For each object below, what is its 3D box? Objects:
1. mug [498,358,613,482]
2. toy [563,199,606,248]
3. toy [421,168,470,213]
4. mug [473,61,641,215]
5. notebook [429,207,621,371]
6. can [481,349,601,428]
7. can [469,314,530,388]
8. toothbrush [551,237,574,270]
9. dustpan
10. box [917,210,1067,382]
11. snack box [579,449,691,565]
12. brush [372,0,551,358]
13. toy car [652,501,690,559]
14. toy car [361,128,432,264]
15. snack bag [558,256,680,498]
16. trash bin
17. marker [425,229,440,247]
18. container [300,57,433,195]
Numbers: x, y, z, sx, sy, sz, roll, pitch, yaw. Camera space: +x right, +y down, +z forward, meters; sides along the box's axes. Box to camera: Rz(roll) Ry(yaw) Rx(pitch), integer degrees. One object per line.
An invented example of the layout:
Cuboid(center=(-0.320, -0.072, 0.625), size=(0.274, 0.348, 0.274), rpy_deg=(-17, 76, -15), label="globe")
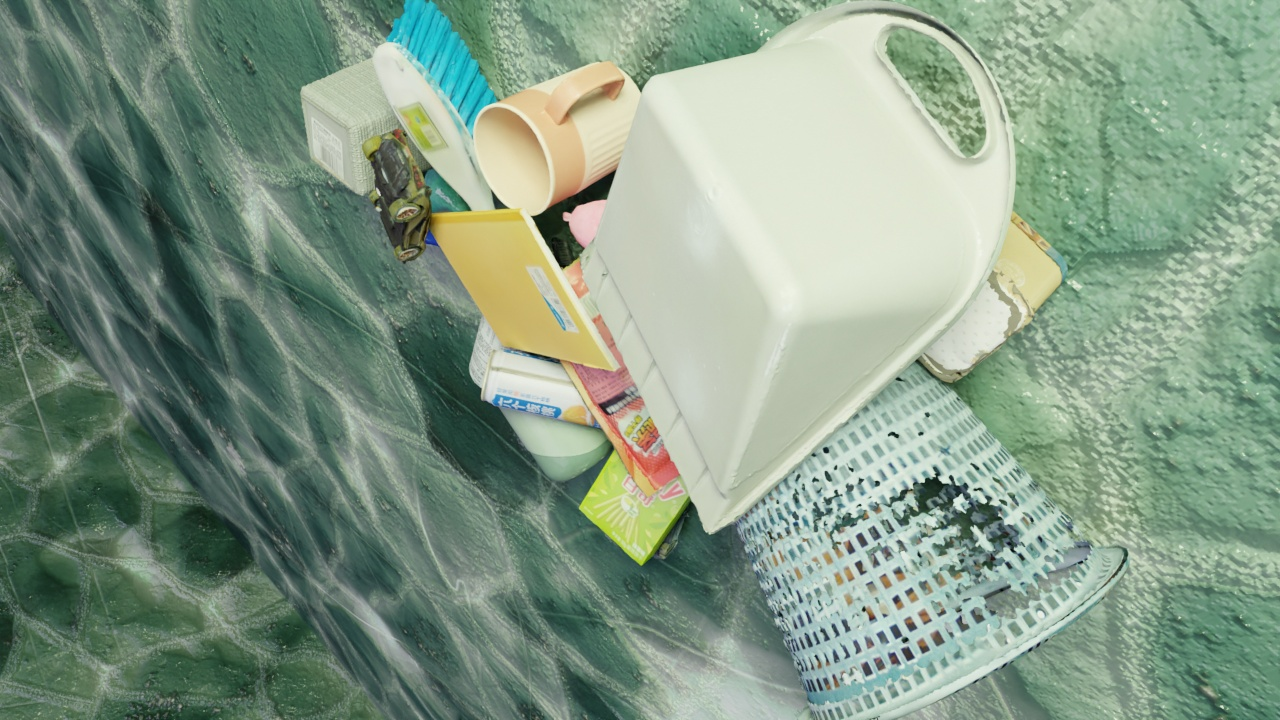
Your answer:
Cuboid(center=(-0.071, 0.054, 0.913), size=(0.112, 0.082, 0.106), rpy_deg=(-32, 94, 24), label="mug")
Cuboid(center=(0.024, -0.073, 0.679), size=(0.178, 0.074, 0.195), rpy_deg=(20, 132, 13), label="toy")
Cuboid(center=(-0.210, -0.174, 0.914), size=(0.092, 0.030, 0.096), rpy_deg=(-8, 107, 49), label="toy")
Cuboid(center=(-0.050, -0.172, 0.663), size=(0.081, 0.105, 0.115), rpy_deg=(51, 145, 4), label="mug")
Cuboid(center=(-0.105, -0.061, 0.760), size=(0.206, 0.010, 0.146), rpy_deg=(11, 136, 57), label="notebook")
Cuboid(center=(-0.076, 0.027, 0.848), size=(0.134, 0.053, 0.053), rpy_deg=(12, 139, -3), label="can")
Cuboid(center=(-0.134, -0.027, 0.925), size=(0.058, 0.058, 0.147), rpy_deg=(45, 144, 13), label="can")
Cuboid(center=(-0.042, -0.030, 0.857), size=(0.017, 0.014, 0.189), rpy_deg=(-11, 114, 26), label="toothbrush")
Cuboid(center=(0.082, -0.064, 0.527), size=(0.258, 0.142, 0.222), rpy_deg=(105, 143, -57), label="dustpan")
Cuboid(center=(0.155, -0.080, 0.548), size=(0.184, 0.060, 0.090), rpy_deg=(49, 144, 9), label="box")
Cuboid(center=(0.010, 0.109, 0.855), size=(0.086, 0.026, 0.157), rpy_deg=(41, 121, 17), label="snack box")
Cuboid(center=(-0.135, -0.145, 0.794), size=(0.061, 0.109, 0.315), rpy_deg=(-8, 134, 25), label="brush")
Cuboid(center=(0.021, 0.145, 0.907), size=(0.054, 0.036, 0.121), rpy_deg=(32, 132, 22), label="toy car")
Cuboid(center=(-0.204, -0.136, 0.781), size=(0.070, 0.042, 0.158), rpy_deg=(65, 160, 8), label="toy car")
Cuboid(center=(-0.005, 0.005, 0.787), size=(0.129, 0.073, 0.208), rpy_deg=(-35, 92, 25), label="snack bag")
Cuboid(center=(0.150, 0.095, 0.589), size=(0.195, 0.226, 0.227), rpy_deg=(60, 147, 13), label="trash bin")
Cuboid(center=(-0.172, -0.113, 0.933), size=(0.146, 0.016, 0.017), rpy_deg=(19, 133, 39), label="marker")
Cuboid(center=(-0.235, -0.216, 0.832), size=(0.090, 0.114, 0.090), rpy_deg=(36, 141, 24), label="container")
